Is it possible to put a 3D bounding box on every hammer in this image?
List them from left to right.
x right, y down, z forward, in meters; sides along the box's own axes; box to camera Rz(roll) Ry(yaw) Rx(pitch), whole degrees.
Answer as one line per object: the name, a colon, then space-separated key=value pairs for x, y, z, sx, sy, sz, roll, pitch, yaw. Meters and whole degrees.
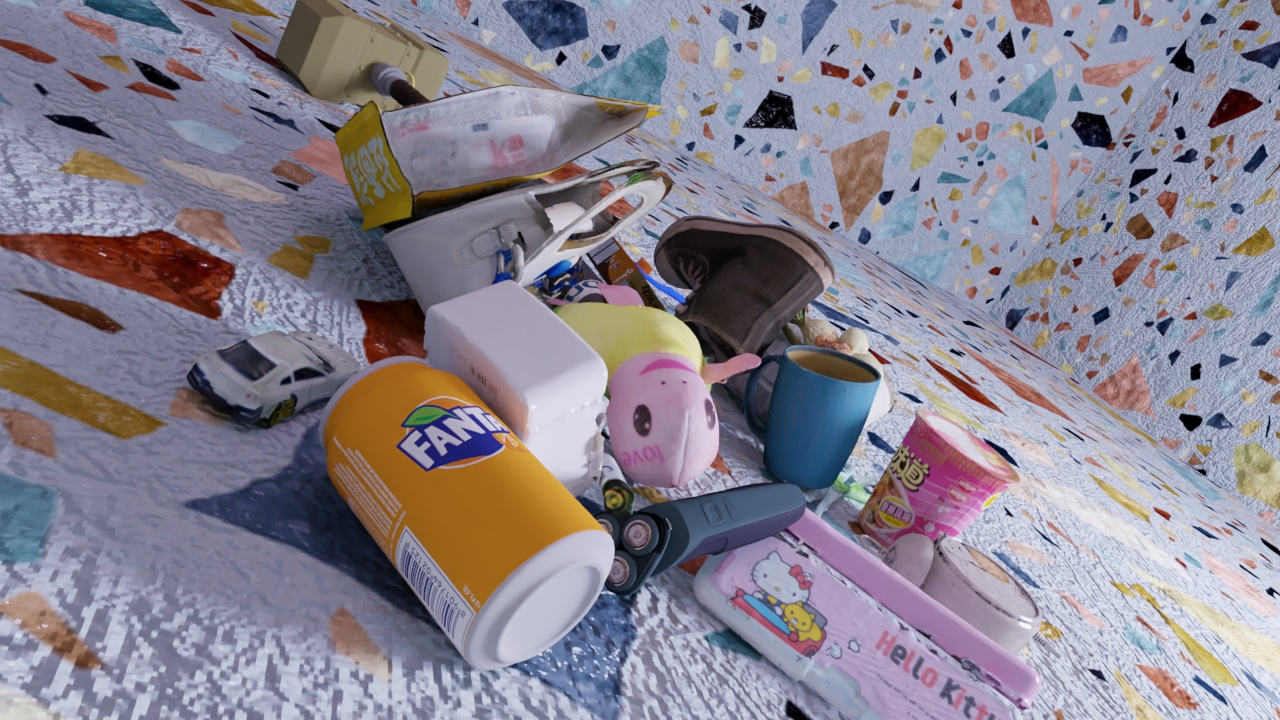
hammer: x=-0.264 y=-0.302 z=1.079 sx=0.325 sy=0.101 sz=0.190 roll=42 pitch=21 yaw=30

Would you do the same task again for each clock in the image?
clock: x=0.231 y=0.166 z=0.683 sx=0.157 sy=0.061 sz=0.103 roll=30 pitch=18 yaw=-9

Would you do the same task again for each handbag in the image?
handbag: x=-0.069 y=-0.092 z=0.690 sx=0.093 sy=0.200 sz=0.200 roll=67 pitch=20 yaw=-8
handbag: x=0.149 y=0.003 z=0.883 sx=0.112 sy=0.124 sz=0.171 roll=-28 pitch=51 yaw=-30

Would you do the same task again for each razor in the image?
razor: x=0.038 y=0.096 z=0.529 sx=0.142 sy=0.052 sz=0.047 roll=-8 pitch=61 yaw=-33

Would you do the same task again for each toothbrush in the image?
toothbrush: x=0.047 y=-0.072 z=1.040 sx=0.182 sy=0.018 sz=0.016 roll=31 pitch=18 yaw=-47

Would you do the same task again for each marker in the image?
marker: x=-0.018 y=0.071 z=0.542 sx=0.017 sy=0.017 sz=0.146 roll=29 pitch=-2 yaw=-5

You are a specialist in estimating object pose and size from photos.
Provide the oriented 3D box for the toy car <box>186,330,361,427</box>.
toy car: x=-0.191 y=0.004 z=0.494 sx=0.048 sy=0.033 sz=0.105 roll=32 pitch=17 yaw=9

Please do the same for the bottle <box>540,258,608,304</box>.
bottle: x=-0.059 y=-0.065 z=0.861 sx=0.047 sy=0.047 sz=0.112 roll=16 pitch=24 yaw=-38

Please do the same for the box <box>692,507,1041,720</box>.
box: x=0.143 y=0.157 z=0.559 sx=0.201 sy=0.073 sz=0.149 roll=35 pitch=18 yaw=16

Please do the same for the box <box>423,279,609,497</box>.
box: x=-0.060 y=0.021 z=0.499 sx=0.076 sy=0.107 sz=0.102 roll=-29 pitch=54 yaw=-33

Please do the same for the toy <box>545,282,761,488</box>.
toy: x=-0.004 y=0.004 z=0.695 sx=0.189 sy=0.088 sz=0.238 roll=6 pitch=29 yaw=-29

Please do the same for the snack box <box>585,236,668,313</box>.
snack box: x=-0.021 y=-0.086 z=0.928 sx=0.101 sy=0.031 sz=0.186 roll=55 pitch=1 yaw=-37

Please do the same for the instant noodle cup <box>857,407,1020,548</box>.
instant noodle cup: x=0.242 y=0.111 z=0.767 sx=0.097 sy=0.109 sz=0.097 roll=28 pitch=18 yaw=-10

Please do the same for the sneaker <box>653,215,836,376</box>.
sneaker: x=0.062 y=-0.060 z=0.847 sx=0.095 sy=0.119 sz=0.235 roll=49 pitch=-15 yaw=-32

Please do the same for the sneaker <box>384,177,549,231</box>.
sneaker: x=-0.193 y=-0.184 z=0.883 sx=0.143 sy=0.101 sz=0.237 roll=38 pitch=19 yaw=27

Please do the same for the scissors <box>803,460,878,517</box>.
scissors: x=0.179 y=0.118 z=0.807 sx=0.078 sy=0.033 sz=0.175 roll=39 pitch=24 yaw=17

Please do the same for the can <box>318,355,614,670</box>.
can: x=-0.083 y=0.066 z=0.422 sx=0.142 sy=0.079 sz=0.079 roll=41 pitch=21 yaw=30

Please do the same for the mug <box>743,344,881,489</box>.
mug: x=0.136 y=0.044 z=0.781 sx=0.112 sy=0.104 sz=0.084 roll=28 pitch=24 yaw=37

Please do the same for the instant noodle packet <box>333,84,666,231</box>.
instant noodle packet: x=-0.108 y=-0.166 z=0.719 sx=0.221 sy=0.084 sz=0.163 roll=-17 pitch=10 yaw=-25
